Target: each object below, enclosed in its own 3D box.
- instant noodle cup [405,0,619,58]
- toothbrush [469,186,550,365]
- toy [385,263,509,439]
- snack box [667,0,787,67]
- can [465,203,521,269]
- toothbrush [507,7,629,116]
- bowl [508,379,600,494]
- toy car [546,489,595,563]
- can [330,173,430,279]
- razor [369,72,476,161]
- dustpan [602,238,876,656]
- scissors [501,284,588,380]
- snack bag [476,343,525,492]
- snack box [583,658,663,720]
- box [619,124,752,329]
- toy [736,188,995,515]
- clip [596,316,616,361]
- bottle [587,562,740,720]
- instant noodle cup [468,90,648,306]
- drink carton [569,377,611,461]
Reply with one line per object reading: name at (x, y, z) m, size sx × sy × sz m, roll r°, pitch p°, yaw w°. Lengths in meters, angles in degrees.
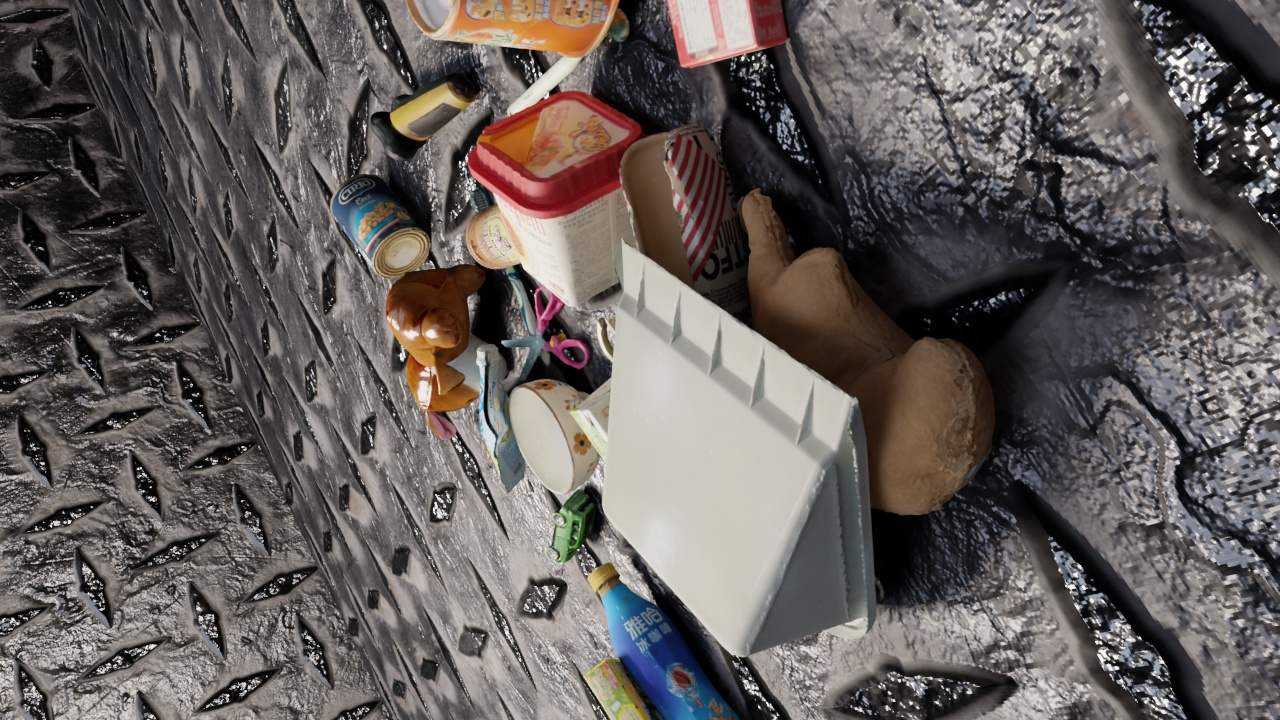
instant noodle cup at (-0.093, -0.281, 0.617) m, size 0.151 × 0.111 × 0.151 m, roll 30°, pitch 127°, yaw 52°
toothbrush at (-0.130, -0.083, 0.917) m, size 0.016 × 0.018 × 0.191 m, roll -16°, pitch 97°, yaw 59°
toy at (-0.206, -0.012, 1.006) m, size 0.130 × 0.139 × 0.200 m, roll 14°, pitch 136°, yaw 2°
snack box at (0.039, -0.256, 0.536) m, size 0.075 × 0.025 × 0.153 m, roll 11°, pitch 119°, yaw 55°
can at (-0.110, -0.117, 0.824) m, size 0.116 × 0.058 × 0.058 m, roll -4°, pitch 106°, yaw 58°
toothbrush at (-0.064, -0.227, 0.718) m, size 0.029 × 0.020 × 0.190 m, roll 50°, pitch 152°, yaw -15°
bowl at (-0.072, 0.067, 0.887) m, size 0.113 × 0.062 × 0.114 m, roll 36°, pitch 138°, yaw 42°
toy car at (-0.073, 0.180, 0.981) m, size 0.036 × 0.043 × 0.091 m, roll 28°, pitch 128°, yaw 15°
can at (-0.306, -0.157, 1.081) m, size 0.111 × 0.075 × 0.075 m, roll 48°, pitch 145°, yaw 27°
razor at (-0.212, -0.242, 0.906) m, size 0.168 × 0.062 × 0.067 m, roll -6°, pitch 74°, yaw 52°
dustpan at (0.079, 0.074, 0.614) m, size 0.223 × 0.142 × 0.258 m, roll 40°, pitch 128°, yaw 44°
scissors at (-0.100, -0.027, 0.897) m, size 0.135 × 0.017 × 0.113 m, roll 0°, pitch 110°, yaw 47°
snack bag at (-0.147, 0.063, 0.957) m, size 0.191 × 0.039 × 0.110 m, roll 92°, pitch 179°, yaw -65°
snack box at (-0.002, 0.346, 0.927) m, size 0.087 × 0.034 × 0.140 m, roll 52°, pitch 179°, yaw 23°
box at (0.031, -0.074, 0.627) m, size 0.088 × 0.076 × 0.163 m, roll -6°, pitch 108°, yaw 40°
toy at (0.112, -0.006, 0.550) m, size 0.226 × 0.082 × 0.144 m, roll 50°, pitch 145°, yaw 34°
clip at (-0.002, 0.004, 0.768) m, size 0.072 × 0.034 × 0.100 m, roll 4°, pitch 118°, yaw 55°
bottle at (0.020, 0.295, 0.898) m, size 0.218 × 0.065 × 0.065 m, roll 52°, pitch 146°, yaw 23°
instant noodle cup at (-0.053, -0.119, 0.696) m, size 0.116 × 0.116 × 0.124 m, roll 39°, pitch 151°, yaw 37°
drink carton at (-0.002, 0.075, 0.764) m, size 0.122 × 0.053 × 0.046 m, roll 56°, pitch 154°, yaw -14°
